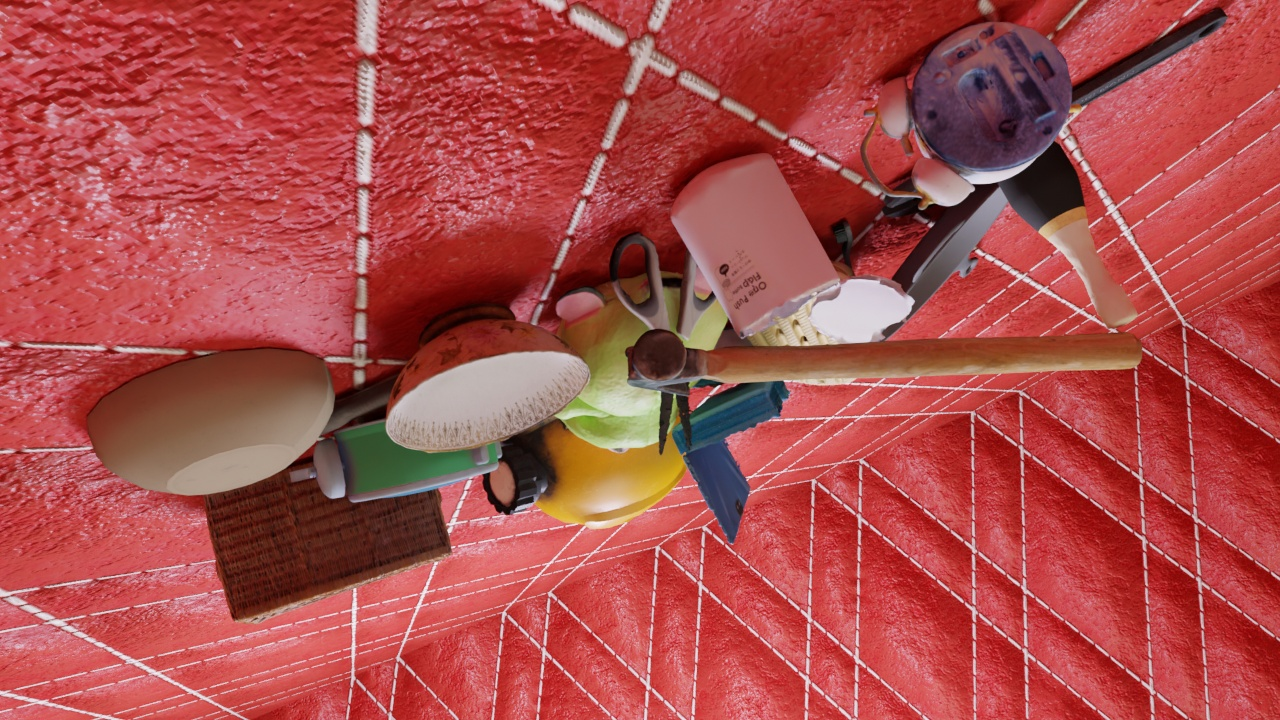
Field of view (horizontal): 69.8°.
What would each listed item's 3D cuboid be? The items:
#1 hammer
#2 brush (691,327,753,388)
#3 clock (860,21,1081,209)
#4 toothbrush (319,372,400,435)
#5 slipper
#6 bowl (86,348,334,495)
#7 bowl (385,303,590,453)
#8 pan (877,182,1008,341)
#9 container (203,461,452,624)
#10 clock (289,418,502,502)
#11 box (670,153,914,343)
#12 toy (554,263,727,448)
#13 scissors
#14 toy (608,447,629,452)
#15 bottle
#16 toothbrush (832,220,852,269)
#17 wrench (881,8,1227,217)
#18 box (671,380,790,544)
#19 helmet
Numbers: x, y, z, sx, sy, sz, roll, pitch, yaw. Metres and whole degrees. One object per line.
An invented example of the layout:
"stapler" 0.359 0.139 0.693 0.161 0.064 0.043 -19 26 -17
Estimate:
"hammer" 0.155 -0.001 0.592 0.330 0.033 0.132 -2 172 -4
"brush" 0.084 -0.007 0.897 0.076 0.055 0.135 -29 165 40
"clock" 0.195 -0.146 0.556 0.125 0.089 0.052 -27 170 11
"toothbrush" -0.235 0.043 0.694 0.185 0.024 0.022 -23 128 3
"slipper" 0.151 -0.045 0.829 0.111 0.079 0.261 -3 161 17
"bowl" -0.276 0.050 0.609 0.152 0.050 0.152 -21 164 -7
"bowl" -0.113 0.004 0.646 0.145 0.063 0.145 -18 158 -8
"pan" 0.292 -0.100 0.868 0.217 0.024 0.353 -53 162 17
"container" -0.277 0.154 0.827 0.198 0.113 0.113 -15 167 -21
"clock" -0.199 0.072 0.738 0.161 0.075 0.122 -12 177 -1
"box" 0.103 -0.064 0.605 0.136 0.147 0.084 -19 169 -48
"toy" -0.004 0.004 0.729 0.150 0.107 0.197 -13 160 -11
"scissors" 0.016 -0.018 0.647 0.150 0.012 0.165 32 87 -28
"toy" -0.023 0.040 0.857 0.095 0.099 0.053 -20 145 -46
"bottle" 0.278 -0.105 0.619 0.045 0.184 0.045 -21 164 -7
"toothbrush" 0.189 -0.095 0.838 0.013 0.013 0.167 -18 165 12
"wrench" 0.311 -0.186 0.709 0.274 0.018 0.073 -30 163 17
"box" 0.105 0.080 0.846 0.094 0.112 0.231 -26 179 10
"helmet" -0.040 0.108 0.968 0.254 0.131 0.206 -9 158 -42
